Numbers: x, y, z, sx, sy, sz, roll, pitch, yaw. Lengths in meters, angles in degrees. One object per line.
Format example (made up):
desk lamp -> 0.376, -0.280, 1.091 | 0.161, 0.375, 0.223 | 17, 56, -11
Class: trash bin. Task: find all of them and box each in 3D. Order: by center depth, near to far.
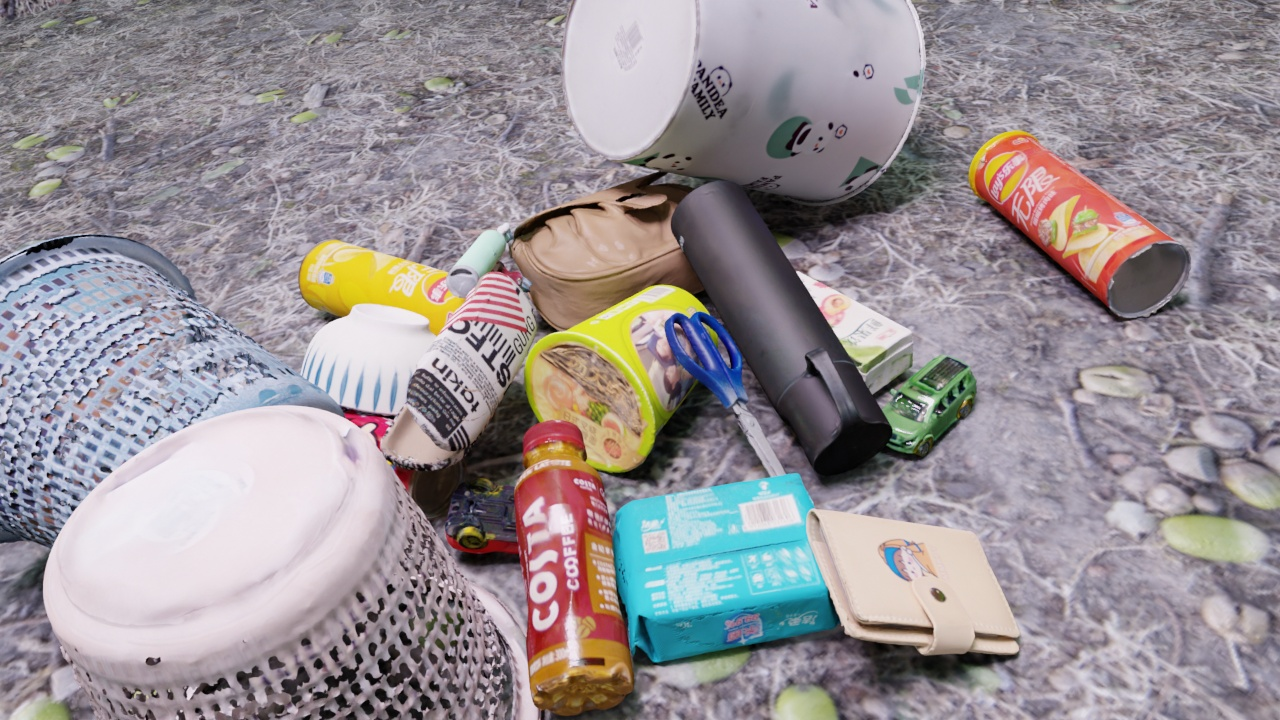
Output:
trash bin -> -0.179, 0.139, 0.467 | 0.227, 0.192, 0.227 | -6, 38, 4
trash bin -> -0.314, 0.055, 0.605 | 0.195, 0.227, 0.225 | 23, 47, 17
trash bin -> 0.082, -0.259, 0.820 | 0.251, 0.230, 0.229 | -4, 30, -38

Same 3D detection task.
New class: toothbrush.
toothbrush -> -0.134, -0.095, 0.798 | 0.026, 0.027, 0.224 | -22, 18, 8
toothbrush -> -0.127, -0.084, 0.839 | 0.016, 0.017, 0.187 | -59, 24, 2

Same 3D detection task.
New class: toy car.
toy car -> -0.075, 0.109, 0.611 | 0.106, 0.031, 0.049 | 5, 44, -2
toy car -> 0.203, 0.031, 0.654 | 0.043, 0.036, 0.091 | 29, 55, 37

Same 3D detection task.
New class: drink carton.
drink carton -> 0.149, -0.020, 0.719 | 0.053, 0.045, 0.122 | -32, 43, -21

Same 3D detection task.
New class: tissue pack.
tissue pack -> 0.049, 0.124, 0.553 | 0.133, 0.050, 0.093 | -9, 40, 0

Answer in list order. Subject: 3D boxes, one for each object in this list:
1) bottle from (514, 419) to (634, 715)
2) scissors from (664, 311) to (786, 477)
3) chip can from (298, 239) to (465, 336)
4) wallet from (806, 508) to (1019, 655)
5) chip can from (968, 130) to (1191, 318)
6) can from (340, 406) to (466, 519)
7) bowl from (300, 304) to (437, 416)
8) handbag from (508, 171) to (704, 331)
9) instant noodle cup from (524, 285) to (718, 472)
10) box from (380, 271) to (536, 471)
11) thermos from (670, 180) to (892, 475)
bottle -> -0.044, 0.116, 0.548 | 0.057, 0.057, 0.174 | -10, 51, -2
scissors -> 0.077, 0.036, 0.638 | 0.175, 0.012, 0.107 | 48, 35, 0
chip can -> -0.206, -0.054, 0.812 | 0.214, 0.072, 0.071 | 18, 45, 30
wallet -> 0.155, 0.125, 0.516 | 0.115, 0.024, 0.087 | 12, 40, -22
chip can -> 0.368, -0.123, 0.786 | 0.073, 0.073, 0.216 | -14, 38, -7
can -> -0.192, 0.067, 0.670 | 0.133, 0.053, 0.053 | 19, 46, 31
bowl -> -0.199, -0.005, 0.711 | 0.116, 0.066, 0.116 | 13, 10, -3
handbag -> -0.012, -0.106, 0.816 | 0.204, 0.100, 0.148 | -26, 40, -31
instant noodle cup -> -0.004, 0.004, 0.680 | 0.112, 0.112, 0.123 | 17, 36, 29
box -> -0.130, 0.011, 0.646 | 0.088, 0.076, 0.162 | -27, 27, 31
thermos -> 0.098, -0.037, 0.669 | 0.068, 0.090, 0.242 | -22, 55, -7
